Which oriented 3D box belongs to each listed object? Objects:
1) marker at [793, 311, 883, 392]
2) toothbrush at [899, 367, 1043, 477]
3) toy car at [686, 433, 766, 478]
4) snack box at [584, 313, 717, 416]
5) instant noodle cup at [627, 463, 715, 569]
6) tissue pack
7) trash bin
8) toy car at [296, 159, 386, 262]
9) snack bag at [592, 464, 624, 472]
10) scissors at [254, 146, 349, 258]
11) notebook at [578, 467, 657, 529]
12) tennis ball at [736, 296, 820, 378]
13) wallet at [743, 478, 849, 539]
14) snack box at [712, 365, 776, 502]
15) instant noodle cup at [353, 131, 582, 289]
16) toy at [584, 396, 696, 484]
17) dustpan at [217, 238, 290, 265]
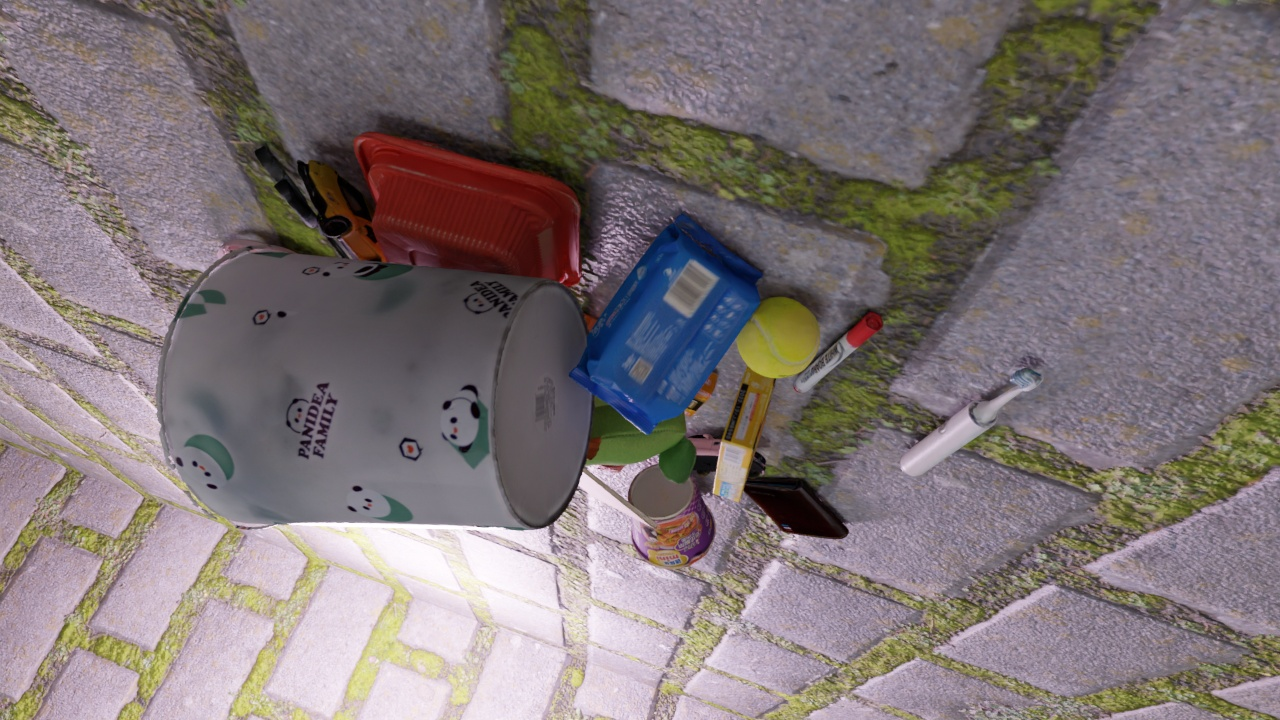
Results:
[{"bbox_3d":[0.164,-0.003,0.778,0.017,0.017,0.145,24,153,-5],"label":"marker"},{"bbox_3d":[0.281,0.056,0.789,0.026,0.026,0.221,26,154,2],"label":"toothbrush"},{"bbox_3d":[0.085,0.103,1.010,0.123,0.037,0.056,-3,150,44],"label":"toy car"},{"bbox_3d":[-0.005,0.005,0.908,0.153,0.026,0.075,24,155,-4],"label":"snack box"},{"bbox_3d":[0.034,0.187,1.141,0.112,0.111,0.099,11,142,21],"label":"instant noodle cup"},{"bbox_3d":[0.020,-0.026,0.710,0.095,0.157,0.052,34,-178,-27],"label":"tissue pack"},{"bbox_3d":[-0.183,0.026,0.706,0.252,0.229,0.230,2,149,18],"label":"trash bin"},{"bbox_3d":[-0.253,-0.118,0.815,0.041,0.071,0.156,-27,149,-3],"label":"toy car"},{"bbox_3d":[-0.080,0.087,1.091,0.128,0.073,0.208,17,161,7],"label":"snack bag"},{"bbox_3d":[-0.294,-0.122,0.837,0.159,0.014,0.174,55,172,-4],"label":"scissors"},{"bbox_3d":[-0.073,0.139,1.099,0.148,0.008,0.208,41,167,-18],"label":"notebook"},{"bbox_3d":[0.110,-0.018,0.734,0.065,0.065,0.066,17,153,9],"label":"tennis ball"},{"bbox_3d":[0.182,0.176,1.101,0.097,0.020,0.122,-5,141,43],"label":"wallet"},{"bbox_3d":[0.100,0.072,0.888,0.034,0.086,0.141,18,153,8],"label":"snack box"},{"bbox_3d":[-0.143,-0.100,0.756,0.189,0.079,0.165,14,156,6],"label":"instant noodle cup"},{"bbox_3d":[-0.071,0.054,0.864,0.246,0.090,0.226,3,-162,-4],"label":"toy"},{"bbox_3d":[-0.339,-0.051,1.055,0.273,0.138,0.223,5,169,-34],"label":"dustpan"}]
